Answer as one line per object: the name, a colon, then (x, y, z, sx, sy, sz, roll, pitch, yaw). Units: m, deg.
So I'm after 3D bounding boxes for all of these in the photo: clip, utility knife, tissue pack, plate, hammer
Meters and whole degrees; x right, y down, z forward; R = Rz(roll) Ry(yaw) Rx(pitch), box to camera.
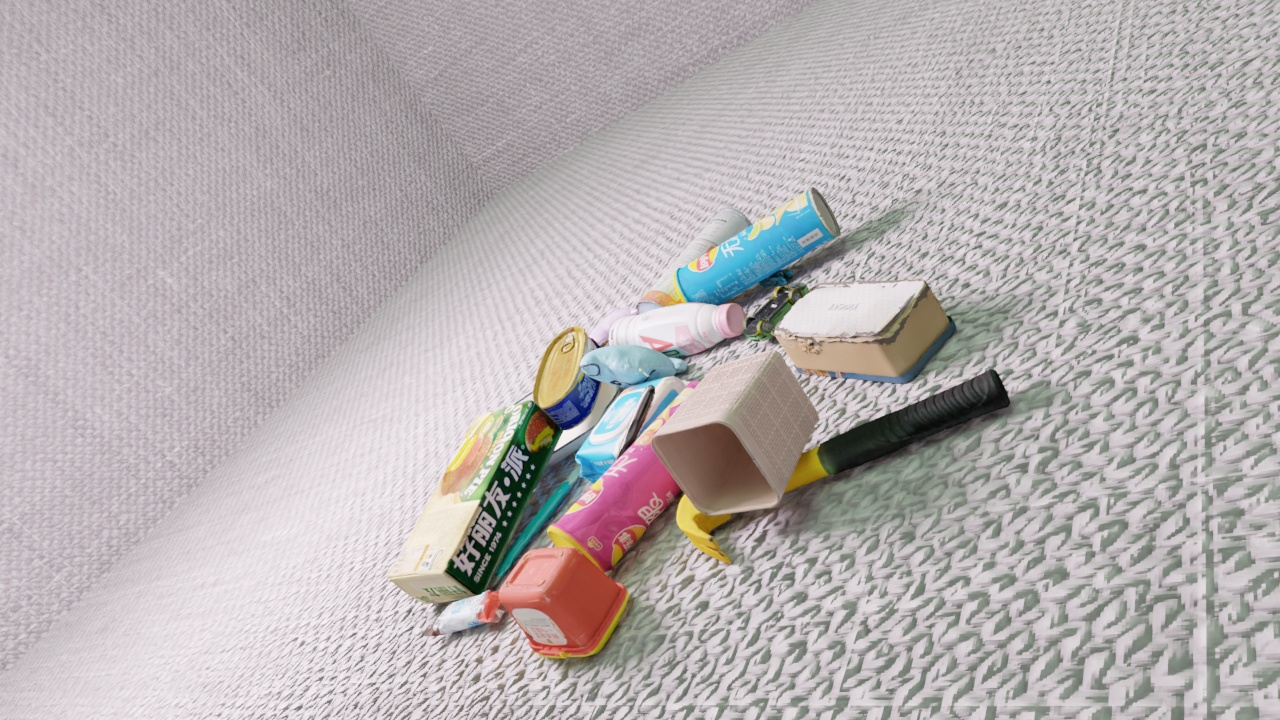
clip: (0.174, -0.106, 1.176, 0.042, 0.014, 0.056, -46, 22, -19)
utility knife: (-0.105, 0.171, 1.040, 0.029, 0.013, 0.215, -10, 36, 55)
tissue pack: (-0.004, 0.077, 1.003, 0.090, 0.063, 0.139, -15, 30, 49)
plate: (-0.130, 0.094, 1.191, 0.266, 0.034, 0.161, -34, 31, 11)
hammer: (0.156, 0.083, 0.765, 0.301, 0.033, 0.128, -28, 22, 25)

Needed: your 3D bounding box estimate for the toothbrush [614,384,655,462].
toothbrush: (-0.025, 0.107, 0.924, 0.016, 0.018, 0.181, 25, 91, 35)

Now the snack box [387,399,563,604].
snack box: (-0.187, 0.161, 1.059, 0.115, 0.063, 0.239, -18, 36, 40)

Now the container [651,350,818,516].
container: (0.084, 0.057, 0.771, 0.090, 0.090, 0.110, -18, 24, 43)

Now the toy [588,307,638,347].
toy: (-0.047, -0.042, 1.373, 0.108, 0.039, 0.084, -44, 6, -5)

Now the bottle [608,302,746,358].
bottle: (0.046, -0.037, 1.168, 0.197, 0.068, 0.068, -10, 33, 45)

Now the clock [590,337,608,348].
clock: (-0.088, 0.019, 1.284, 0.122, 0.055, 0.082, -32, 21, 19)

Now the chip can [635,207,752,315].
chip can: (0.079, -0.125, 1.292, 0.071, 0.071, 0.214, -9, 34, 53)

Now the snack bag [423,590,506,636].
snack bag: (-0.177, 0.261, 0.946, 0.104, 0.026, 0.048, -26, 17, 31)

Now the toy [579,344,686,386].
toy: (-0.006, 0.006, 1.087, 0.161, 0.050, 0.156, 1, 1, -25)

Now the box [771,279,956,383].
box: (0.213, -0.030, 0.881, 0.089, 0.061, 0.184, -44, 23, -16)

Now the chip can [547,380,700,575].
chip can: (0.006, 0.114, 0.893, 0.210, 0.071, 0.071, -45, 21, -21)

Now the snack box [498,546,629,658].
snack box: (-0.071, 0.210, 0.801, 0.091, 0.080, 0.081, -16, 30, 45)

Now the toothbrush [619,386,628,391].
toothbrush: (-0.071, 0.053, 1.232, 0.190, 0.020, 0.029, -25, 3, 26)

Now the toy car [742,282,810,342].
toy car: (0.158, -0.054, 1.055, 0.091, 0.036, 0.043, -40, 21, -10)

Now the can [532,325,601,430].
can: (-0.089, 0.021, 1.158, 0.075, 0.049, 0.147, -24, 34, 24)

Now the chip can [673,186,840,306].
chip can: (0.145, -0.135, 1.164, 0.211, 0.071, 0.071, -30, 21, 26)
